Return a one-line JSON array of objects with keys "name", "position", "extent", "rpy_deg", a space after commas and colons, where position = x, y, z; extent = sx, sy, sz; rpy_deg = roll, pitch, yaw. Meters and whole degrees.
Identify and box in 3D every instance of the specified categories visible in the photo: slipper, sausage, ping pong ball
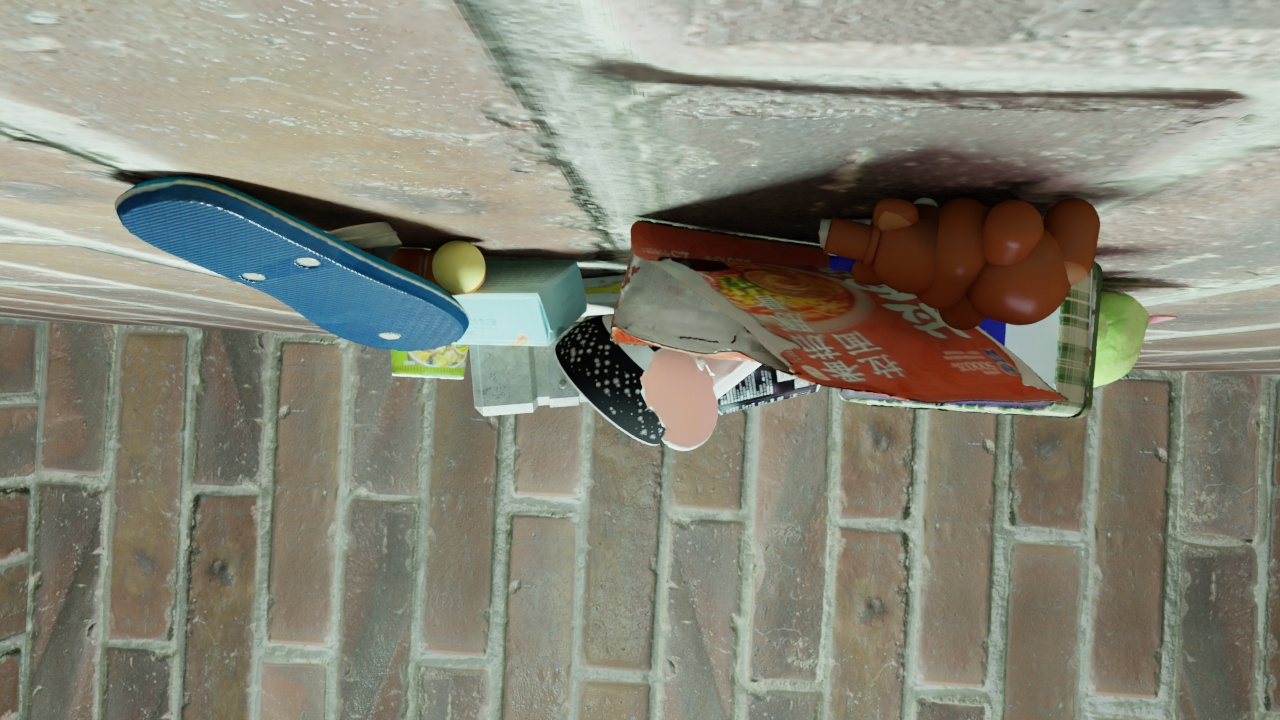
[{"name": "slipper", "position": [-0.214, -0.070, 0.633], "extent": [0.118, 0.060, 0.294], "rpy_deg": [-4, 163, 23]}, {"name": "sausage", "position": [-0.207, -0.074, 0.742], "extent": [0.164, 0.039, 0.044], "rpy_deg": [2, 160, 0]}, {"name": "ping pong ball", "position": [-0.138, -0.071, 0.699], "extent": [0.040, 0.040, 0.040], "rpy_deg": [3, 179, 0]}]

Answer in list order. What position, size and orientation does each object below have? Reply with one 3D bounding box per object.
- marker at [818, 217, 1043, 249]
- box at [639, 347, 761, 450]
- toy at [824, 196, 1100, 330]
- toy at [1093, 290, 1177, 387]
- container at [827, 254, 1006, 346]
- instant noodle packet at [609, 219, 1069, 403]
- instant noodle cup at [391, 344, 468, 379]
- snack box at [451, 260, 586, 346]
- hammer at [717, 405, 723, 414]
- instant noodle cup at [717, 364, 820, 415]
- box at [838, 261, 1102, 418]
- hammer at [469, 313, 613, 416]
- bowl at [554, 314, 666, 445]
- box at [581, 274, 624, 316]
[{"name": "marker", "position": [0.170, -0.072, 0.524], "extent": [0.134, 0.017, 0.020], "rpy_deg": [2, 141, 17]}, {"name": "box", "position": [0.053, -0.008, 0.669], "extent": [0.155, 0.084, 0.126], "rpy_deg": [-39, -159, -5]}, {"name": "toy", "position": [0.161, -0.057, 0.473], "extent": [0.128, 0.065, 0.095], "rpy_deg": [13, 152, 6]}, {"name": "toy", "position": [0.347, -0.020, 0.783], "extent": [0.196, 0.107, 0.150], "rpy_deg": [13, 173, -24]}, {"name": "container", "position": [0.187, -0.036, 0.650], "extent": [0.085, 0.084, 0.114], "rpy_deg": [5, 176, -38]}, {"name": "instant noodle packet", "position": [0.104, -0.011, 0.527], "extent": [0.164, 0.084, 0.221], "rpy_deg": [4, -164, -29]}, {"name": "instant noodle cup", "position": [-0.209, -0.037, 0.916], "extent": [0.099, 0.108, 0.099], "rpy_deg": [2, 178, 0]}, {"name": "snack box", "position": [-0.140, -0.051, 0.799], "extent": [0.175, 0.053, 0.074], "rpy_deg": [1, -154, 25]}, {"name": "hammer", "position": [0.181, -0.003, 0.829], "extent": [0.323, 0.127, 0.029], "rpy_deg": [7, -158, -13]}, {"name": "instant noodle cup", "position": [0.114, -0.014, 0.893], "extent": [0.112, 0.137, 0.137], "rpy_deg": [-6, 178, 3]}, {"name": "box", "position": [0.241, -0.017, 0.700], "extent": [0.051, 0.117, 0.206], "rpy_deg": [6, 176, -32]}, {"name": "hammer", "position": [-0.088, -0.007, 0.988], "extent": [0.162, 0.083, 0.317], "rpy_deg": [-4, -175, -5]}, {"name": "bowl", "position": [-0.004, 0.004, 0.758], "extent": [0.120, 0.066, 0.120], "rpy_deg": [41, -167, -11]}, {"name": "box", "position": [-0.036, -0.064, 0.930], "extent": [0.064, 0.037, 0.210], "rpy_deg": [6, 177, -42]}]
